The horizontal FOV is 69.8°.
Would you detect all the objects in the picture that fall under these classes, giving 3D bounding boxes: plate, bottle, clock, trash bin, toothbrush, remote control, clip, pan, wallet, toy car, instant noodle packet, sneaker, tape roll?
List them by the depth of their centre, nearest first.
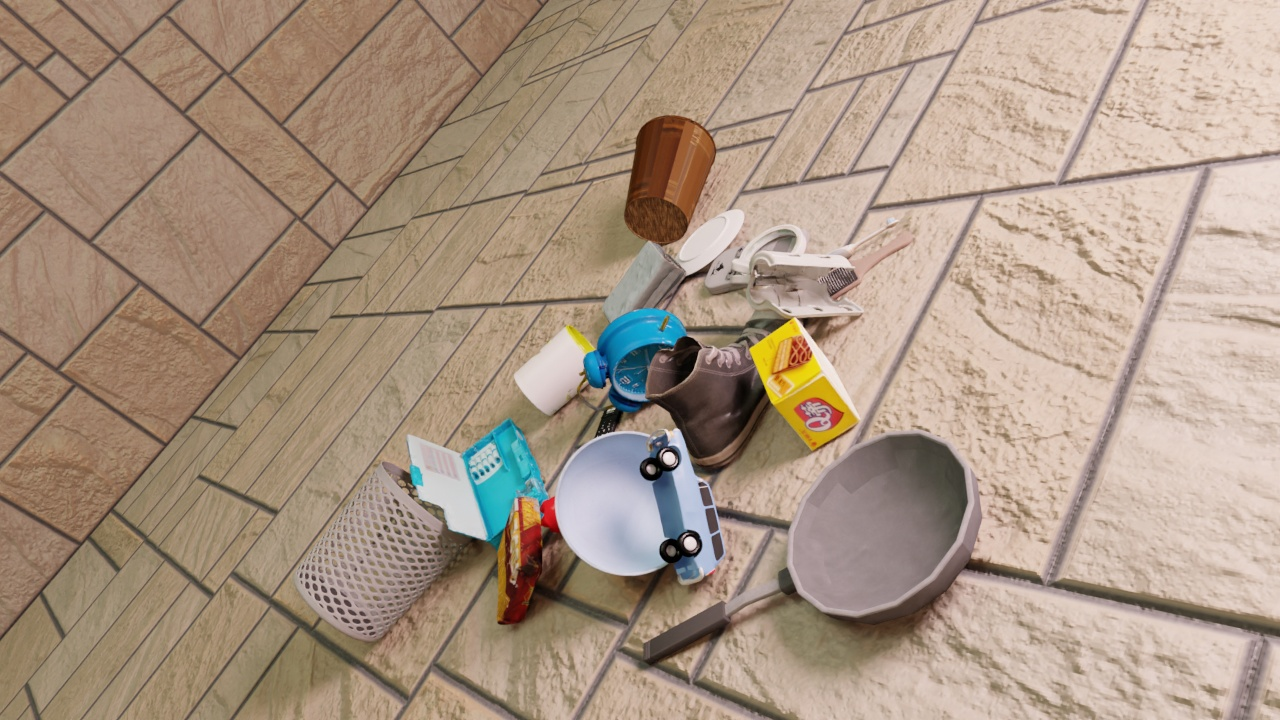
[{"bbox_3d":[0.141,0.190,0.809,0.358,0.041,0.178,-36,29,25],"label":"pan"},{"bbox_3d":[0.042,0.142,0.906,0.056,0.054,0.153,138,121,-60],"label":"toy car"},{"bbox_3d":[0.168,-0.100,1.031,0.152,0.126,0.105,47,127,44],"label":"clip"},{"bbox_3d":[0.097,-0.007,1.031,0.095,0.120,0.234,4,51,52],"label":"sneaker"},{"bbox_3d":[-0.142,0.230,1.069,0.135,0.039,0.099,-104,34,-57],"label":"instant noodle packet"},{"bbox_3d":[-0.058,0.161,1.081,0.142,0.042,0.041,-30,33,23],"label":"bottle"},{"bbox_3d":[0.229,-0.121,1.112,0.186,0.022,0.024,-30,49,25],"label":"toothbrush"},{"bbox_3d":[-0.007,0.007,1.148,0.162,0.117,0.060,-36,43,15],"label":"clock"},{"bbox_3d":[-0.052,0.111,1.170,0.030,0.009,0.139,-18,38,37],"label":"remote control"},{"bbox_3d":[0.168,-0.137,1.175,0.093,0.013,0.092,-27,36,21],"label":"tape roll"},{"bbox_3d":[-0.337,0.251,1.197,0.183,0.156,0.156,-50,30,-5],"label":"trash bin"},{"bbox_3d":[0.151,-0.131,1.221,0.151,0.019,0.074,-11,43,43],"label":"remote control"},{"bbox_3d":[0.002,-0.102,1.324,0.132,0.054,0.100,-49,23,11],"label":"wallet"},{"bbox_3d":[0.094,-0.175,1.335,0.135,0.011,0.134,-38,23,19],"label":"plate"}]

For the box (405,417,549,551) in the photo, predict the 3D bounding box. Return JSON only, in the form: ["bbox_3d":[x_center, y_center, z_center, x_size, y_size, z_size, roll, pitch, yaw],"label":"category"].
[{"bbox_3d":[-0.218,0.166,1.226,0.171,0.084,0.227,-9,26,-15],"label":"box"}]

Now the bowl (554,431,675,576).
[{"bbox_3d":[-0.017,0.157,0.967,0.150,0.150,0.075,-58,-6,-23],"label":"bowl"}]

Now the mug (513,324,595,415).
[{"bbox_3d":[-0.113,0.014,1.295,0.106,0.082,0.082,-41,30,6],"label":"mug"}]

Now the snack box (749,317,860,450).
[{"bbox_3d":[0.167,0.024,0.940,0.061,0.083,0.105,-35,30,14],"label":"snack box"}]

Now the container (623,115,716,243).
[{"bbox_3d":[0.041,-0.279,1.446,0.132,0.132,0.166,-17,45,38],"label":"container"}]

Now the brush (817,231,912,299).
[{"bbox_3d":[0.255,-0.112,1.075,0.136,0.015,0.049,-33,32,18],"label":"brush"}]
